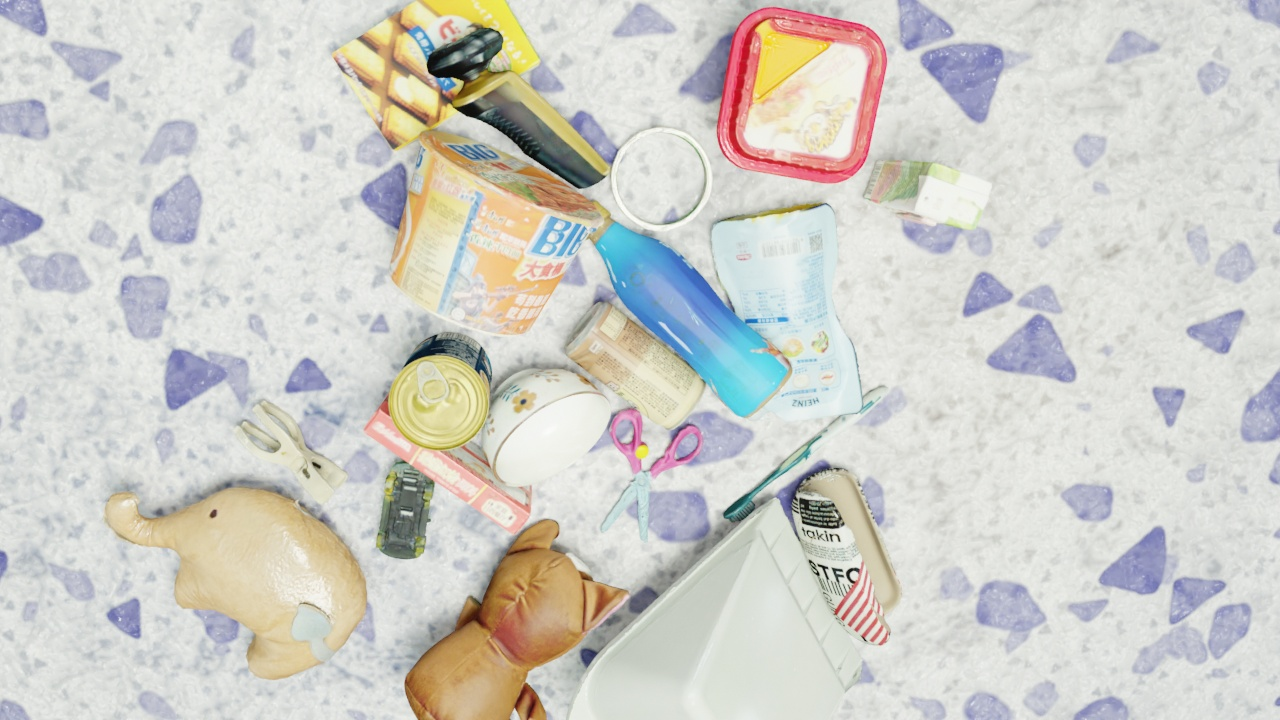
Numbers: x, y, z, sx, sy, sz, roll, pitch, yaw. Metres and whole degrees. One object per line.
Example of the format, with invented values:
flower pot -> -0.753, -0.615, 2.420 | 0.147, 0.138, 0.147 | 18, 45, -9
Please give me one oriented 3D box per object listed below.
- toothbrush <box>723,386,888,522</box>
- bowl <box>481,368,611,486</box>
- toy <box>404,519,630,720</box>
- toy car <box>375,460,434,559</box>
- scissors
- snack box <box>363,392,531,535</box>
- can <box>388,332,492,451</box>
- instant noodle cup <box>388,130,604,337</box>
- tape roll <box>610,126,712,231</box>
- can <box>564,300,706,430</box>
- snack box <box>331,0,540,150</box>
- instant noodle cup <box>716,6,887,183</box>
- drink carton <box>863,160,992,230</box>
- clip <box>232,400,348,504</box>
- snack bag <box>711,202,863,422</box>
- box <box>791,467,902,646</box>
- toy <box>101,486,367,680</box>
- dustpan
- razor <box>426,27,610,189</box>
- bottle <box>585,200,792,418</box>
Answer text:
toothbrush -> 0.153, 0.087, 0.842 | 0.192, 0.016, 0.018 | -40, 113, 5
bowl -> -0.088, 0.046, 0.776 | 0.113, 0.113, 0.062 | -40, 61, 4
toy -> -0.107, 0.246, 0.805 | 0.140, 0.130, 0.199 | 34, 87, 26
toy car -> -0.205, 0.131, 0.808 | 0.043, 0.036, 0.091 | 11, 101, -9
scissors -> 0.011, 0.106, 0.834 | 0.113, 0.017, 0.134 | -6, 108, -9
snack box -> -0.160, 0.085, 0.781 | 0.153, 0.075, 0.025 | 37, 96, -12
can -> -0.160, 0.022, 0.749 | 0.075, 0.111, 0.075 | -1, 102, -7
instant noodle cup -> -0.119, -0.095, 0.712 | 0.151, 0.151, 0.111 | 24, 108, -10
tape roll -> 0.017, -0.153, 0.773 | 0.086, 0.014, 0.086 | -1, 104, -5
can -> -0.005, 0.005, 0.785 | 0.116, 0.058, 0.058 | 38, 97, -12
snack box -> -0.160, -0.239, 0.728 | 0.140, 0.033, 0.087 | -31, 105, 0
instant noodle cup -> 0.114, -0.202, 0.714 | 0.116, 0.124, 0.116 | 8, 101, -7
drink carton -> 0.228, -0.134, 0.741 | 0.053, 0.122, 0.045 | 17, 102, -10
clip -> -0.297, 0.079, 0.787 | 0.100, 0.071, 0.035 | 42, 95, -7
snack bag -> 0.128, -0.036, 0.798 | 0.110, 0.039, 0.191 | -11, 105, -1
box -> 0.196, 0.176, 0.847 | 0.087, 0.076, 0.163 | -37, 107, -33
toy -> -0.338, 0.170, 0.783 | 0.143, 0.082, 0.226 | -45, 101, -3
dustpan -> 0.059, 0.292, 0.821 | 0.143, 0.256, 0.223 | -11, 117, 39
razor -> -0.087, -0.193, 0.717 | 0.167, 0.062, 0.067 | 36, 72, -34
bottle -> 0.031, -0.047, 0.765 | 0.218, 0.065, 0.065 | 45, 96, 0
